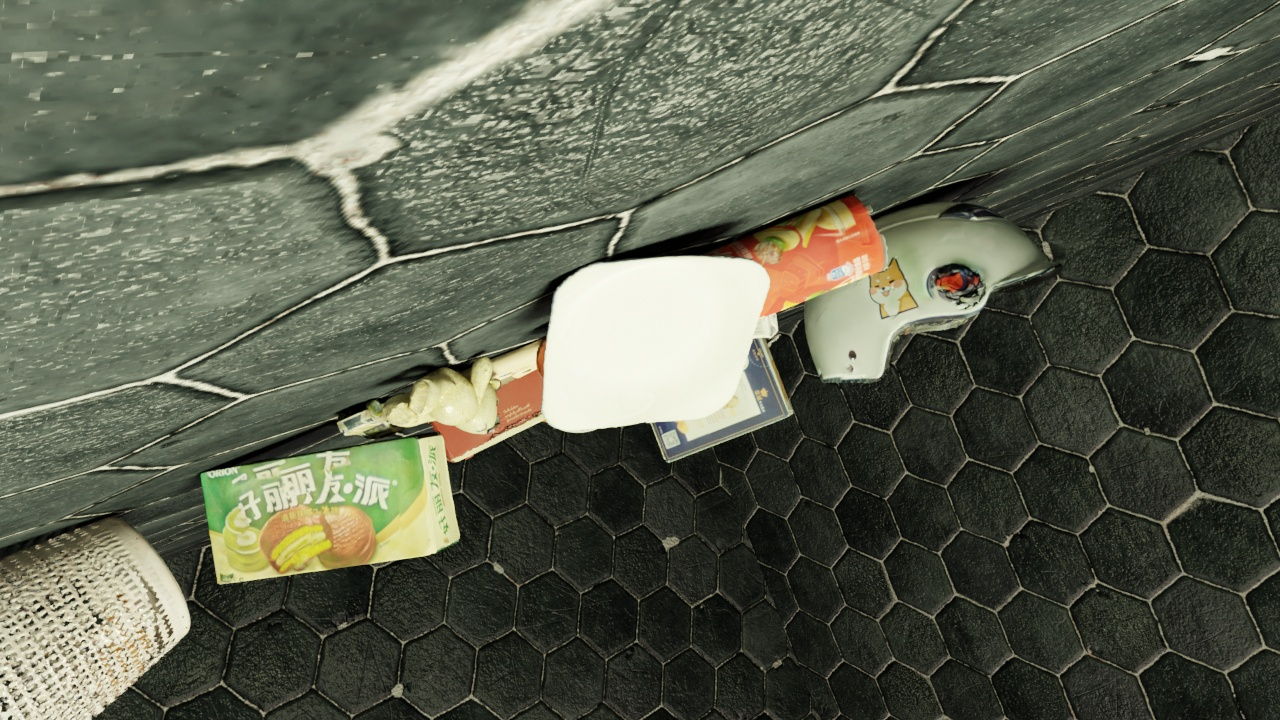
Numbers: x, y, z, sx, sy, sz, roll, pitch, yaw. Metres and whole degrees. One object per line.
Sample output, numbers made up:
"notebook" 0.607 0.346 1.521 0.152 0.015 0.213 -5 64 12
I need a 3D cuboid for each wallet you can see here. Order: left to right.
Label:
"wallet" -0.123 0.002 0.934 0.115 0.024 0.087 -23 178 0

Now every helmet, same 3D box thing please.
"helmet" 0.293 -0.087 1.006 0.274 0.157 0.229 -33 172 15

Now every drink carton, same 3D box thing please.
"drink carton" 0.103 -0.048 1.126 0.123 0.045 0.053 -3 -168 20

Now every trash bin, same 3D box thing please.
"trash bin" -0.575 0.267 0.910 0.191 0.227 0.228 -35 -173 -41

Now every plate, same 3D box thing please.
"plate" 0.006 -0.018 0.685 0.163 0.034 0.165 -4 133 -19

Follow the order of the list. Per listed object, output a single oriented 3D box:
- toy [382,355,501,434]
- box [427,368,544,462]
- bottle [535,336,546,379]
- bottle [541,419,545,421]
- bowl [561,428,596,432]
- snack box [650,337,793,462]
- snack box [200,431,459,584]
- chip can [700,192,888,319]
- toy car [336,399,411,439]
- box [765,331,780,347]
"toy" -0.173 0.038 0.822 0.105 0.066 0.157 -39 169 9
"box" -0.160 0.065 1.095 0.168 0.079 0.091 -26 176 -8
"bottle" -0.030 -0.019 0.889 0.060 0.060 0.205 -23 -177 26
"bottle" -0.109 0.038 1.336 0.066 0.066 0.150 -19 168 -44
"bowl" -0.082 0.037 1.249 0.113 0.113 0.062 -22 -142 7
"snack box" 0.088 0.021 1.225 0.183 0.178 0.045 -22 172 18
"snack box" -0.306 0.145 0.904 0.240 0.114 0.063 -10 179 12
"chip can" 0.088 -0.066 0.751 0.216 0.073 0.073 -22 177 -2
"toy car" -0.253 0.057 0.885 0.042 0.035 0.090 -24 174 18
"box" 0.064 -0.003 1.369 0.274 0.126 0.178 -18 179 26
